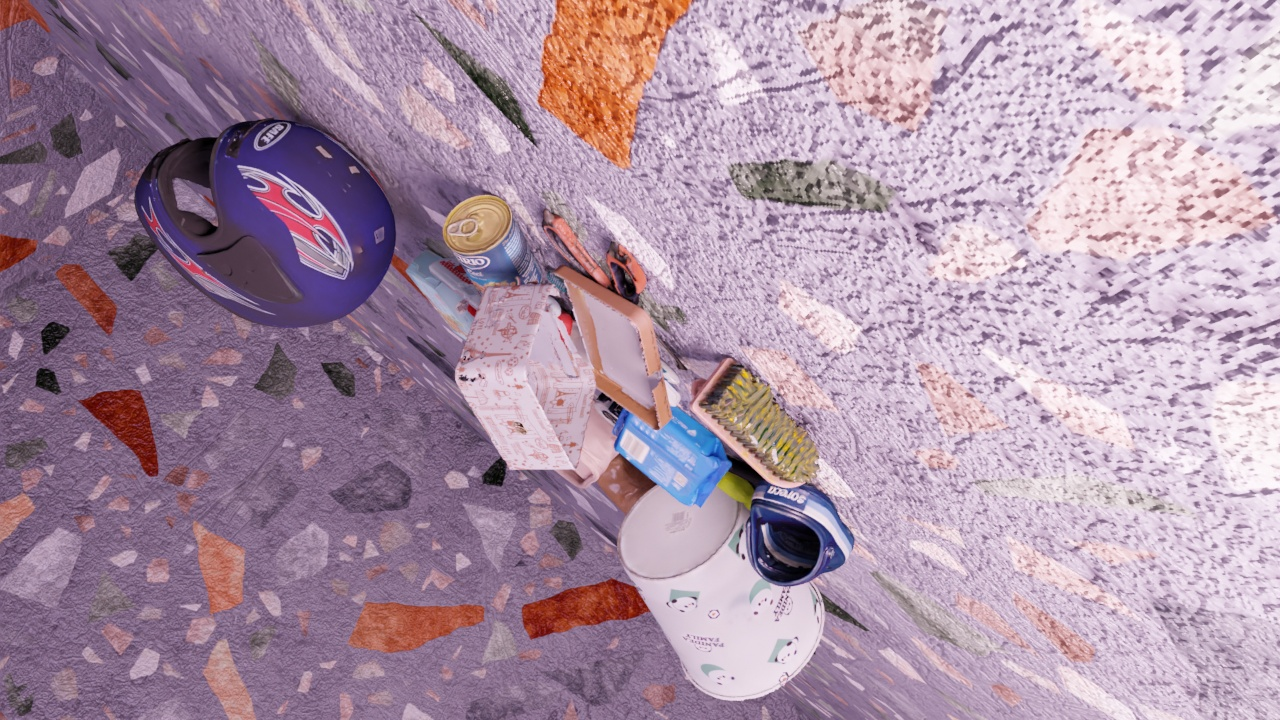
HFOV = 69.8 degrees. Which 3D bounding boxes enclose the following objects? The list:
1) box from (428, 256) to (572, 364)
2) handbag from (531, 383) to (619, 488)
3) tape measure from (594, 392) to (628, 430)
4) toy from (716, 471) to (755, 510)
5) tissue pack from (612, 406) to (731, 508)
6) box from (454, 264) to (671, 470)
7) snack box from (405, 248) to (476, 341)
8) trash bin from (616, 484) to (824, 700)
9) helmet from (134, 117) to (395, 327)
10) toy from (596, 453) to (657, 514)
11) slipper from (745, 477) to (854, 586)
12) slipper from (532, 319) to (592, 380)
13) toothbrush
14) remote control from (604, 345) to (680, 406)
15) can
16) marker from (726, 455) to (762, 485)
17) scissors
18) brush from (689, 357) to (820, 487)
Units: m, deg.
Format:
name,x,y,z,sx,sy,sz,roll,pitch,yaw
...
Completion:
name,x,y,z,sx,sy,sz,roll,pitch,yaw
box,-0.177,-0.064,1.101,0.101,0.095,0.201,-2,-155,-41
handbag,-0.131,0.130,1.492,0.193,0.093,0.235,38,152,9
tape measure,-0.031,0.070,1.283,0.066,0.033,0.066,25,157,39
toy,0.128,0.165,1.163,0.100,0.031,0.097,40,178,-28
tissue pack,0.036,0.105,1.128,0.157,0.052,0.095,38,129,17
box,-0.059,0.012,0.950,0.185,0.154,0.183,0,142,17
snack box,-0.284,-0.091,1.410,0.074,0.051,0.175,32,163,33
trash bin,0.105,0.305,1.279,0.230,0.229,0.252,21,150,52
helmet,-0.473,-0.197,1.207,0.315,0.246,0.241,41,126,-21
toy,-0.036,0.193,1.567,0.226,0.082,0.144,42,151,6
slipper,0.171,0.203,1.010,0.105,0.095,0.253,20,160,22
slipper,-0.122,-0.023,1.198,0.114,0.054,0.275,44,153,-24
toothbrush,-0.030,-0.038,1.014,0.191,0.016,0.018,40,155,4
remote control,-0.006,0.006,1.064,0.125,0.024,0.049,46,165,-19
can,-0.157,-0.115,0.992,0.075,0.075,0.111,33,163,27
marker,0.135,0.137,1.091,0.022,0.020,0.132,4,-171,-35
scissors,-0.022,-0.068,0.908,0.189,0.015,0.226,38,164,10
brush,0.112,0.067,0.876,0.145,0.063,0.073,44,161,-18
